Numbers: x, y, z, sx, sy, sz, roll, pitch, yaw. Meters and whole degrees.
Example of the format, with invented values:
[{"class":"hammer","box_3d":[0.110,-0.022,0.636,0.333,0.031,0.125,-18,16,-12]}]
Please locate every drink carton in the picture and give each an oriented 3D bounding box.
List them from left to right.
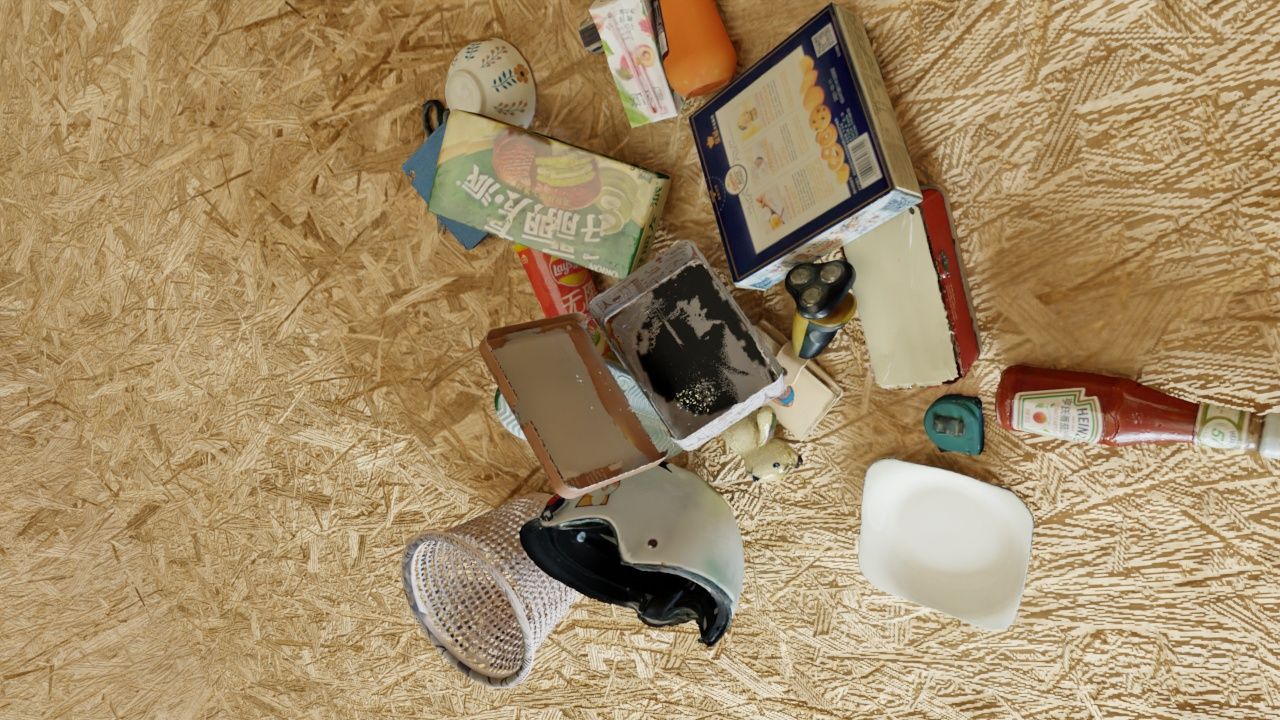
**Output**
[{"class":"drink carton","box_3d":[-0.002,-0.289,0.877,0.054,0.045,0.122,-9,123,21]}]

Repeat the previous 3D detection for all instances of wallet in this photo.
[{"class":"wallet","box_3d":[-0.220,-0.210,1.115,0.107,0.040,0.133,-33,97,37]},{"class":"wallet","box_3d":[0.147,0.019,0.952,0.115,0.024,0.087,44,129,16]}]

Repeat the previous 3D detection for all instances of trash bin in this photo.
[{"class":"trash bin","box_3d":[-0.170,0.283,1.217,0.228,0.191,0.228,17,121,31]}]

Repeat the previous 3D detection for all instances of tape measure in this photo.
[{"class":"tape measure","box_3d":[0.292,0.060,0.855,0.055,0.025,0.058,4,113,36]}]

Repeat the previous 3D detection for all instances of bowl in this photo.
[{"class":"bowl","box_3d":[-0.178,-0.299,1.029,0.113,0.062,0.114,19,123,32]}]

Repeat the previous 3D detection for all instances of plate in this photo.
[{"class":"plate","box_3d":[0.298,0.173,0.900,0.164,0.034,0.164,15,120,32]}]

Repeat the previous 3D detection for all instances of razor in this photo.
[{"class":"razor","box_3d":[0.159,-0.041,0.845,0.067,0.062,0.167,36,168,14]}]

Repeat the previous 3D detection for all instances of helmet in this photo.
[{"class":"helmet","box_3d":[0.005,0.198,1.056,0.275,0.156,0.230,0,139,47]}]

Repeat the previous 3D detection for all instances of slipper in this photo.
[{"class":"slipper","box_3d":[-0.044,0.046,1.002,0.074,0.245,0.104,38,108,56]}]

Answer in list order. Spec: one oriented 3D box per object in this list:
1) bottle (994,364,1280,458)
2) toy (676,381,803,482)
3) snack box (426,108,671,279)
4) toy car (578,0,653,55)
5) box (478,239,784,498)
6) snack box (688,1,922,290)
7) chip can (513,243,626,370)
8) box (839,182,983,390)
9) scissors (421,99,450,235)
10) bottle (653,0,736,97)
[{"class":"bottle","box_3d":[0.397,0.044,0.740,0.206,0.059,0.060,9,117,35]},{"class":"toy","box_3d":[0.099,0.070,0.977,0.157,0.066,0.105,41,147,-2]},{"class":"snack box","box_3d":[-0.097,-0.175,0.965,0.240,0.063,0.114,21,105,11]},{"class":"toy car","box_3d":[-0.020,-0.333,0.905,0.091,0.035,0.042,-11,106,38]},{"class":"box","box_3d":[-0.004,0.010,0.897,0.179,0.273,0.126,58,159,17]},{"class":"snack box","box_3d":[0.136,-0.181,0.803,0.183,0.045,0.177,-29,67,44]},{"class":"chip can","box_3d":[-0.073,-0.047,1.062,0.073,0.073,0.216,-14,103,42]},{"class":"box","box_3d":[0.232,-0.060,0.807,0.091,0.079,0.168,-7,106,40]},{"class":"scissors","box_3d":[-0.241,-0.234,1.144,0.136,0.014,0.175,-7,107,42]},{"class":"bottle","box_3d":[0.041,-0.323,0.846,0.067,0.066,0.149,-14,94,42]}]
